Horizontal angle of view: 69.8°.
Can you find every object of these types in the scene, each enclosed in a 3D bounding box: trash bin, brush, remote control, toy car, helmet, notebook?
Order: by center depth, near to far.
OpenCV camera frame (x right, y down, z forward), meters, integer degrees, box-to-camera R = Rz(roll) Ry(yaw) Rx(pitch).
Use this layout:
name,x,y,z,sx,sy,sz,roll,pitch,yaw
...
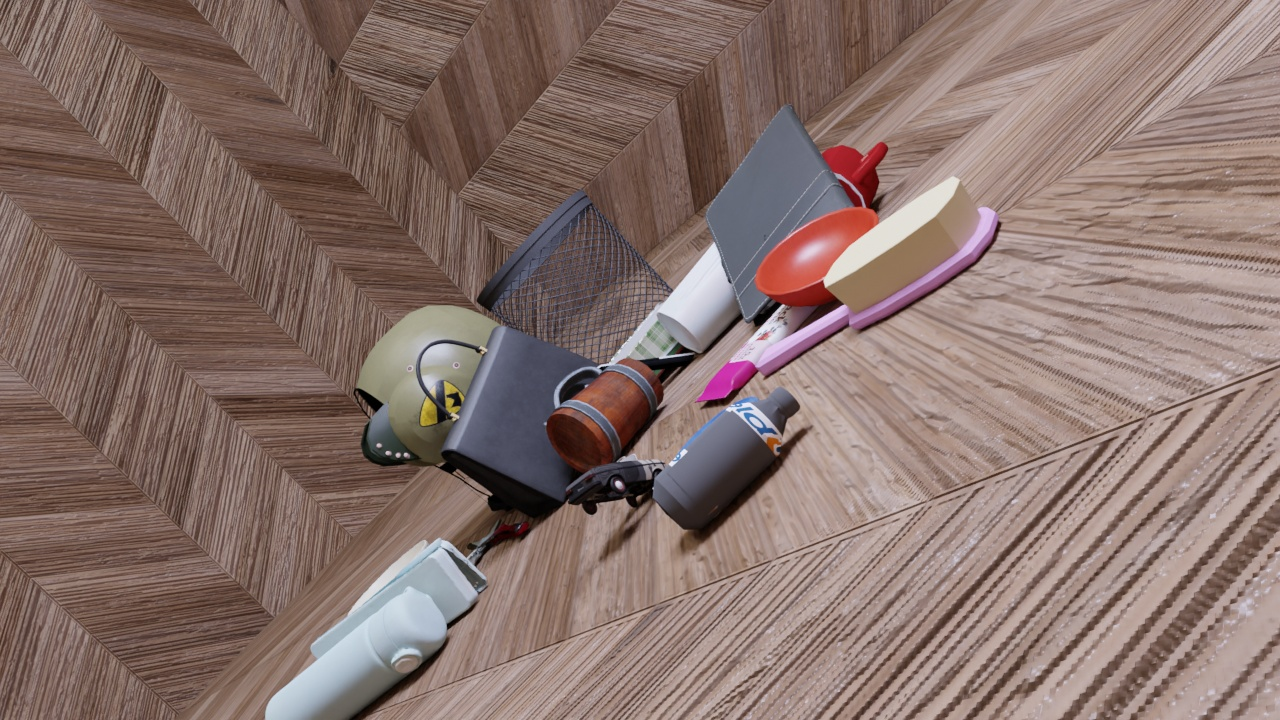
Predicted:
name,x,y,z,sx,sy,sz,roll,pitch,yaw
brush,0.164,-0.056,0.708,0.229,0.043,0.089,-35,11,42
toy car,-0.018,0.094,0.722,0.040,0.037,0.092,-39,-24,33
notebook,0.139,-0.153,0.970,0.170,0.029,0.208,-53,30,31
remote control,0.005,0.006,1.058,0.124,0.011,0.028,-7,-12,-28
helmet,-0.220,0.057,1.130,0.232,0.255,0.251,-49,9,-18
trash bin,-0.076,-0.085,1.317,0.218,0.227,0.217,-46,5,5

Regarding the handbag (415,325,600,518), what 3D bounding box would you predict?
name,x,y,z,sx,sy,sz,roll,pitch,yaw
handbag,-0.156,0.045,1.004,0.072,0.195,0.175,-33,32,50

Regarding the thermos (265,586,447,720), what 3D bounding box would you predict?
name,x,y,z,sx,sy,sz,roll,pitch,yaw
thermos,-0.270,0.296,0.875,0.207,0.065,0.077,-40,31,19

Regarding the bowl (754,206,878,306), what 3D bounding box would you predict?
name,x,y,z,sx,sy,sz,roll,pitch,yaw
bowl,0.164,-0.086,0.824,0.122,0.035,0.121,-30,25,16

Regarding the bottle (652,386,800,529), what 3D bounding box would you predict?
name,x,y,z,sx,sy,sz,roll,pitch,yaw
bottle,0.058,0.061,0.594,0.112,0.047,0.047,-43,8,-4

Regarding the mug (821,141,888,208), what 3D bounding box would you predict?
name,x,y,z,sx,sy,sz,roll,pitch,yaw
mug,0.220,-0.190,1.000,0.117,0.080,0.096,-44,5,36

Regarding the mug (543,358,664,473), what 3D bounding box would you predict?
name,x,y,z,sx,sy,sz,roll,pitch,yaw
mug,-0.048,0.051,0.971,0.117,0.081,0.110,17,44,32

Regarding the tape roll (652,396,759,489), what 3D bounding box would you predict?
name,x,y,z,sx,sy,sz,roll,pitch,yaw
tape roll,0.058,0.064,0.681,0.091,0.016,0.093,-48,9,-34

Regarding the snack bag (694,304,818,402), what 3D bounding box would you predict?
name,x,y,z,sx,sy,sz,roll,pitch,yaw
snack bag,0.128,-0.031,0.854,0.196,0.016,0.070,-45,10,-16

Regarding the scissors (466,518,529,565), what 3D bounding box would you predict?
name,x,y,z,sx,sy,sz,roll,pitch,yaw
scissors,-0.178,0.217,1.037,0.199,0.015,0.178,-36,10,44

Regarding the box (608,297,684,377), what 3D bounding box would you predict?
name,x,y,z,sx,sy,sz,roll,pitch,yaw
box,-0.007,0.007,1.146,0.205,0.050,0.118,-50,7,-15

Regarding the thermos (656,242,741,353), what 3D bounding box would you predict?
name,x,y,z,sx,sy,sz,roll,pitch,yaw
thermos,0.115,-0.113,1.084,0.220,0.099,0.099,-48,9,-12

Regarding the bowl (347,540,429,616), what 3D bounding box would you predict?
name,x,y,z,sx,sy,sz,roll,pitch,yaw
bowl,-0.260,0.262,1.016,0.115,0.062,0.115,-41,8,7

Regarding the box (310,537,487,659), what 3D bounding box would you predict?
name,x,y,z,sx,sy,sz,roll,pitch,yaw
box,-0.249,0.260,0.928,0.199,0.083,0.067,-40,26,21
